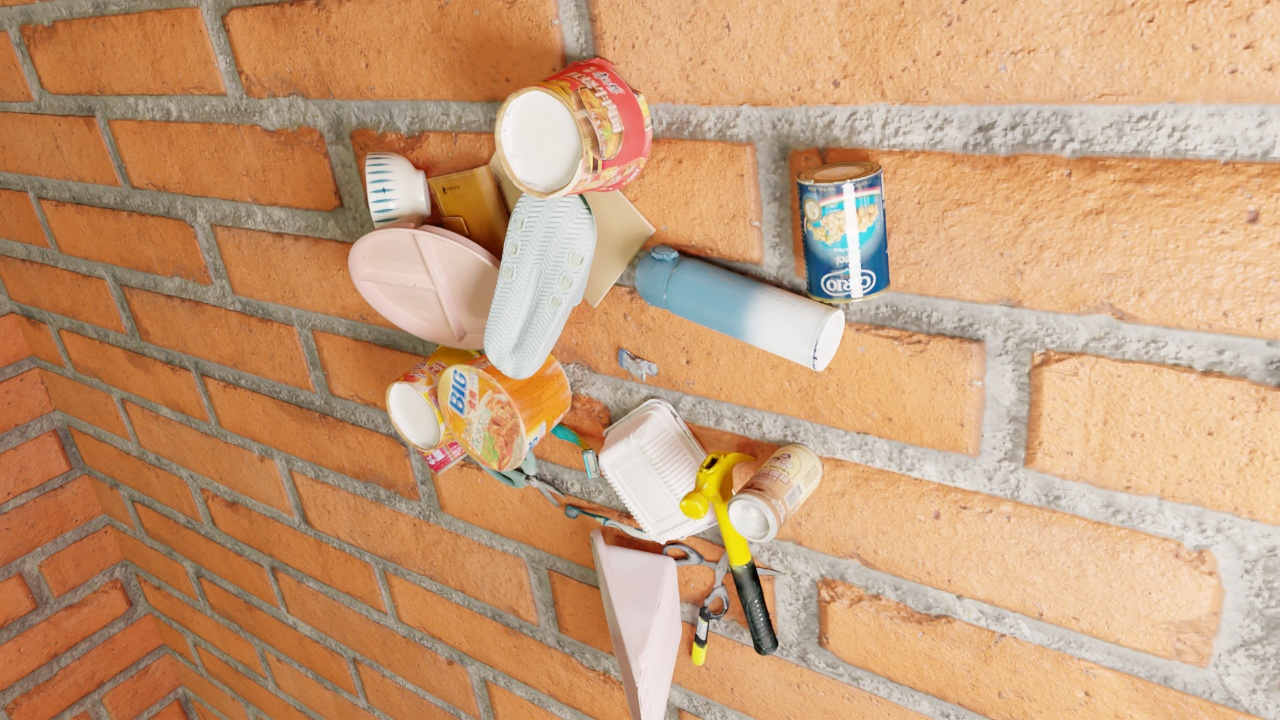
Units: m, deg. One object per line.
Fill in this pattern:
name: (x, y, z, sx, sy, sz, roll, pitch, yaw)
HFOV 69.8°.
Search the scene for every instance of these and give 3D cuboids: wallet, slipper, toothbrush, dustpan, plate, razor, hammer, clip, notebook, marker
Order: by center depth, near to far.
notebook: (-0.090, -0.179, 1.048, 0.211, 0.012, 0.150, 48, 136, 6)
hammer: (0.116, 0.229, 1.059, 0.033, 0.128, 0.301, 4, 126, 33)
slipper: (-0.111, -0.089, 1.060, 0.104, 0.074, 0.246, 29, 117, 14)
clip: (-0.007, 0.007, 1.084, 0.056, 0.027, 0.024, 29, 130, 36)
wallet: (-0.206, -0.171, 1.131, 0.119, 0.035, 0.131, -3, 115, 38)
plate: (-0.253, -0.092, 1.154, 0.229, 0.028, 0.230, 11, 146, 8)
dustpan: (-0.030, 0.355, 1.175, 0.139, 0.272, 0.223, 6, 128, 13)
razor: (-0.089, 0.107, 1.191, 0.132, 0.028, 0.043, 30, 142, 53)
toothbrush: (-0.045, 0.218, 1.219, 0.192, 0.018, 0.016, 7, 150, 50)
marker: (0.082, 0.366, 1.219, 0.018, 0.015, 0.124, 24, 135, 23)

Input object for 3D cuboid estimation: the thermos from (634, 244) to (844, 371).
thermos: (0.094, -0.057, 0.930, 0.221, 0.070, 0.070, 24, 128, 27)

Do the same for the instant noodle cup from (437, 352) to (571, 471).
instant noodle cup: (-0.167, 0.050, 1.176, 0.151, 0.111, 0.152, 21, 127, 29)

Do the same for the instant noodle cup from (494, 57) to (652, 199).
instant noodle cup: (-0.074, -0.226, 0.926, 0.138, 0.108, 0.138, 14, 118, 27)

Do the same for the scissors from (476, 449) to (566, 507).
scissors: (-0.184, 0.149, 1.305, 0.181, 0.019, 0.170, -14, 119, 50)

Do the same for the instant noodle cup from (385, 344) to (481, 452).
instant noodle cup: (-0.277, 0.055, 1.273, 0.138, 0.109, 0.138, 19, 125, 30)

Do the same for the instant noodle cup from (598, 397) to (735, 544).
instant noodle cup: (0.023, 0.145, 1.115, 0.173, 0.060, 0.138, 53, 136, -1)

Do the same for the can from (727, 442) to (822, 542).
can: (0.143, 0.138, 0.969, 0.058, 0.116, 0.059, 20, 126, 29)

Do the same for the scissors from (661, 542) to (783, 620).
scissors: (0.102, 0.266, 1.154, 0.181, 0.014, 0.159, 6, 118, 36)

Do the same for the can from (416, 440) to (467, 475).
can: (-0.302, 0.115, 1.360, 0.094, 0.066, 0.067, 54, 136, 0)

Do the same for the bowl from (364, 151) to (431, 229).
bowl: (-0.301, -0.206, 1.154, 0.066, 0.116, 0.117, -7, 118, -6)

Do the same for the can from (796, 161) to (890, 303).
can: (0.180, -0.116, 0.815, 0.075, 0.075, 0.111, 8, 119, 37)
